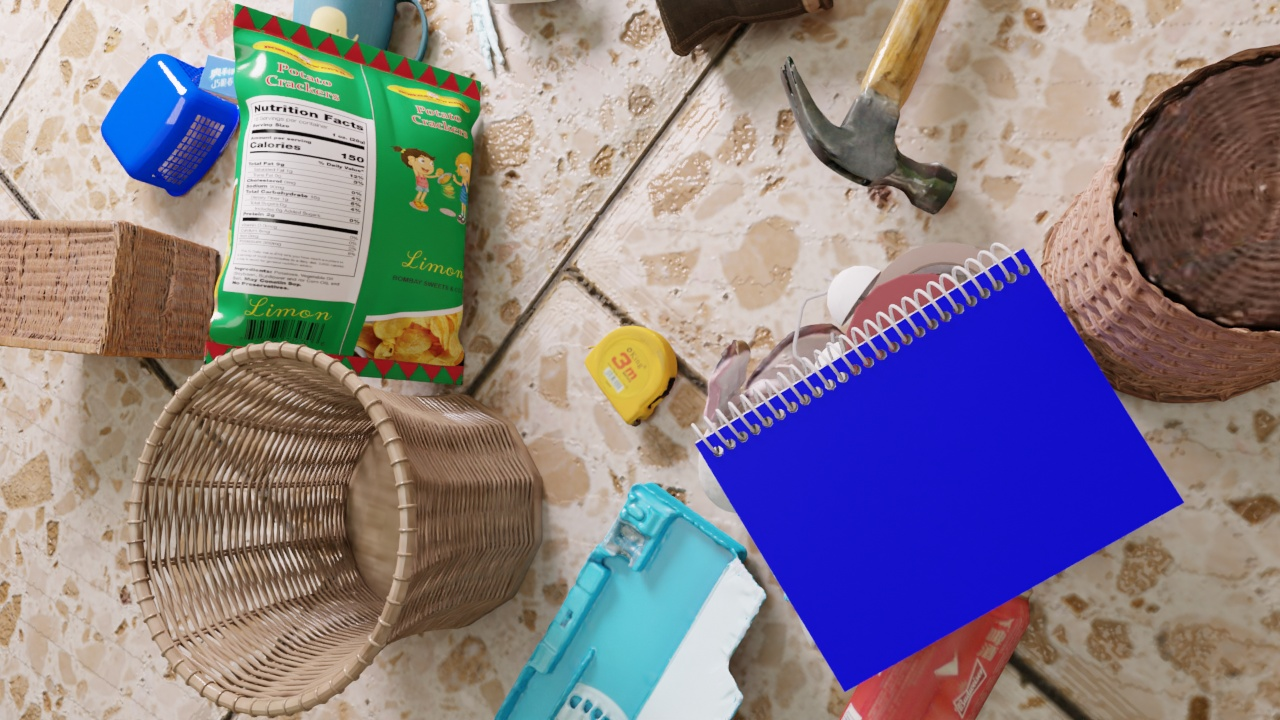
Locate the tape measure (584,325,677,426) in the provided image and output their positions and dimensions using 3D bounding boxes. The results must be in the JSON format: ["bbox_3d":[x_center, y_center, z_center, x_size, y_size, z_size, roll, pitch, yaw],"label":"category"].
[{"bbox_3d":[-0.004,0.004,0.669,0.059,0.030,0.068,-43,73,14],"label":"tape measure"}]

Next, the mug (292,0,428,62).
[{"bbox_3d":[-0.237,-0.278,0.775,0.112,0.084,0.104,11,95,-5],"label":"mug"}]

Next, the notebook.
[{"bbox_3d":[0.159,0.057,0.512,0.209,0.022,0.171,-31,87,5],"label":"notebook"}]

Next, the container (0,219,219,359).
[{"bbox_3d":[-0.497,-0.061,0.837,0.199,0.112,0.113,4,86,23],"label":"container"}]

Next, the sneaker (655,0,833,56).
[{"bbox_3d":[0.051,-0.339,0.651,0.120,0.095,0.234,-15,86,21],"label":"sneaker"}]

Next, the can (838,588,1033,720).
[{"bbox_3d":[0.171,0.198,0.556,0.067,0.067,0.170,29,96,23],"label":"can"}]

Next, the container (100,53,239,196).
[{"bbox_3d":[-0.445,-0.223,0.861,0.114,0.058,0.096,-46,70,12],"label":"container"}]

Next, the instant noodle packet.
[{"bbox_3d":[-0.213,-0.114,0.691,0.090,0.195,0.252,-3,83,50],"label":"instant noodle packet"}]

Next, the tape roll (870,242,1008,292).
[{"bbox_3d":[0.194,-0.027,0.588,0.094,0.030,0.093,-2,84,23],"label":"tape roll"}]

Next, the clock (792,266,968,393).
[{"bbox_3d":[0.156,-0.010,0.552,0.125,0.044,0.087,10,88,14],"label":"clock"}]

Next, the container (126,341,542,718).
[{"bbox_3d":[-0.198,0.110,0.649,0.227,0.196,0.226,-2,84,22],"label":"container"}]

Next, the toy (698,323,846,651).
[{"bbox_3d":[0.094,0.087,0.601,0.106,0.130,0.205,-23,84,51],"label":"toy"}]

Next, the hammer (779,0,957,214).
[{"bbox_3d":[0.199,-0.271,0.596,0.132,0.033,0.330,24,89,-1],"label":"hammer"}]

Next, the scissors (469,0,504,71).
[{"bbox_3d":[-0.137,-0.321,0.766,0.072,0.033,0.175,-20,82,17],"label":"scissors"}]

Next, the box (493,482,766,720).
[{"bbox_3d":[0.001,0.221,0.624,0.181,0.074,0.227,37,100,45],"label":"box"}]

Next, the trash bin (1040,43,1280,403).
[{"bbox_3d":[0.283,-0.058,0.457,0.151,0.210,0.151,-3,83,23],"label":"trash bin"}]

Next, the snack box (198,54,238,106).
[{"bbox_3d":[-0.286,-0.216,0.778,0.154,0.088,0.033,20,92,24],"label":"snack box"}]

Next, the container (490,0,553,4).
[{"bbox_3d":[-0.096,-0.343,0.726,0.081,0.049,0.129,2,86,13],"label":"container"}]
